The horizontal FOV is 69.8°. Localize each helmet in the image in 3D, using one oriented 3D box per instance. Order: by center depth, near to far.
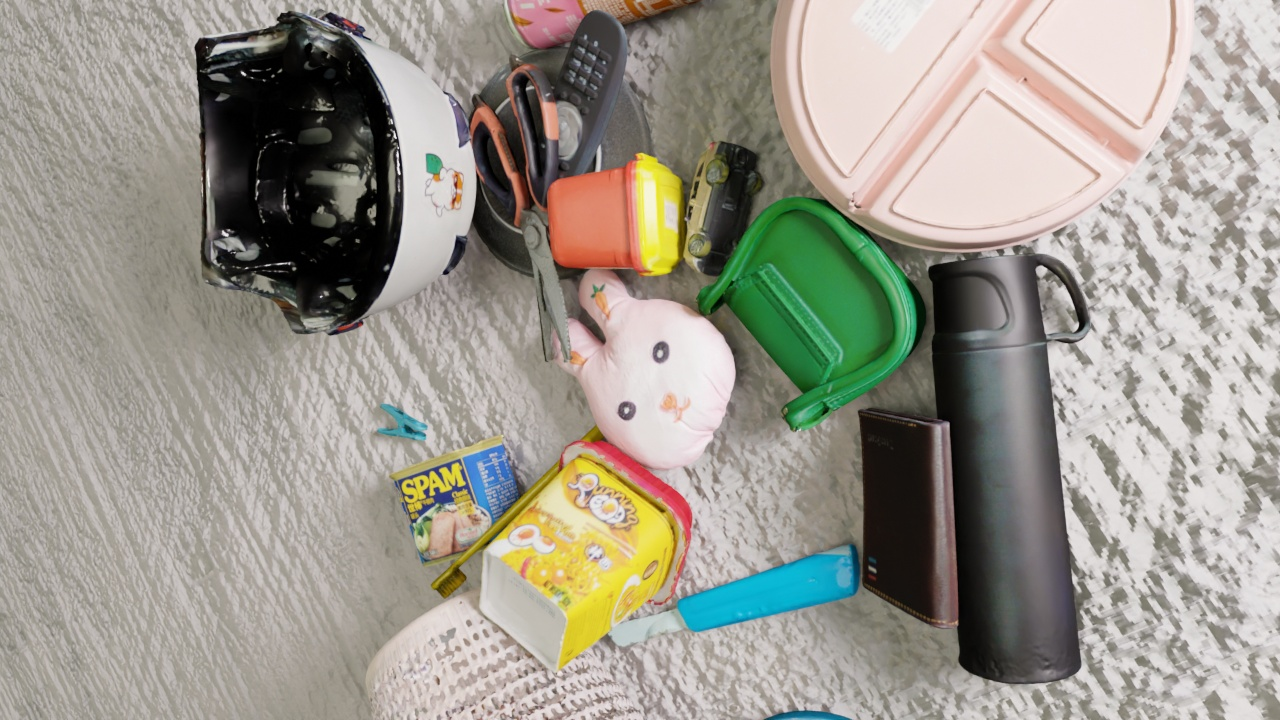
[{"bbox_3d":[-0.221,-0.141,0.710,0.274,0.156,0.230,11,105,34],"label":"helmet"}]

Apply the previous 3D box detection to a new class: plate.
[{"bbox_3d":[0.188,-0.173,0.509,0.229,0.028,0.230,2,105,8],"label":"plate"},{"bbox_3d":[-0.074,-0.152,0.708,0.180,0.024,0.179,3,96,29],"label":"plate"}]

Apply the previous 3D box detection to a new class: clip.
[{"bbox_3d":[-0.210,0.058,0.809,0.055,0.013,0.038,18,104,28],"label":"clip"}]

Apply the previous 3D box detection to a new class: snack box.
[{"bbox_3d":[-0.016,-0.098,0.635,0.080,0.091,0.082,-1,96,17],"label":"snack box"}]

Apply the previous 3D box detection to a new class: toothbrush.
[{"bbox_3d":[-0.088,0.113,0.706,0.190,0.015,0.016,-44,94,1],"label":"toothbrush"}]

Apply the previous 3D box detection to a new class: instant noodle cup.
[{"bbox_3d":[-0.042,0.139,0.644,0.116,0.123,0.116,33,135,22],"label":"instant noodle cup"}]

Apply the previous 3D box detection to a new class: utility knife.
[{"bbox_3d":[0.061,0.178,0.667,0.217,0.018,0.034,-24,74,29],"label":"utility knife"}]

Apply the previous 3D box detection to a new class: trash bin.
[{"bbox_3d":[-0.097,0.280,0.669,0.228,0.227,0.192,-48,60,24],"label":"trash bin"}]

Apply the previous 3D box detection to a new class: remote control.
[{"bbox_3d":[-0.042,-0.180,0.655,0.053,0.024,0.137,41,122,27],"label":"remote control"}]

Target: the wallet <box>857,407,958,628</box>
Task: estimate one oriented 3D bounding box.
[{"bbox_3d":[0.164,0.094,0.571,0.096,0.020,0.122,-171,77,-73],"label":"wallet"}]

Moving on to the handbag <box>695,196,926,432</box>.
[{"bbox_3d":[0.109,-0.033,0.591,0.120,0.067,0.131,-45,74,22],"label":"handbag"}]

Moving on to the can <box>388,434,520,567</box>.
[{"bbox_3d":[-0.148,0.116,0.756,0.102,0.057,0.083,-21,87,29],"label":"can"}]

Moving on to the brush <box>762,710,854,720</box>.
[{"bbox_3d":[0.111,0.280,0.631,0.144,0.055,0.073,-20,70,30],"label":"brush"}]

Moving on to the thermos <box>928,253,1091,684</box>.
[{"bbox_3d":[0.224,0.060,0.541,0.090,0.068,0.242,-5,92,10],"label":"thermos"}]

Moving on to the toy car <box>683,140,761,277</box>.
[{"bbox_3d":[0.053,-0.103,0.632,0.035,0.042,0.090,19,100,49],"label":"toy car"}]

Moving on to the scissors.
[{"bbox_3d":[-0.087,-0.108,0.685,0.204,0.015,0.203,42,126,30],"label":"scissors"}]

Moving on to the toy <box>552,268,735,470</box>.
[{"bbox_3d":[-0.004,0.004,0.670,0.159,0.054,0.121,38,111,27],"label":"toy"}]

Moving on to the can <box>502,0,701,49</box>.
[{"bbox_3d":[-0.024,-0.265,0.649,0.147,0.057,0.058,-5,92,29],"label":"can"}]
